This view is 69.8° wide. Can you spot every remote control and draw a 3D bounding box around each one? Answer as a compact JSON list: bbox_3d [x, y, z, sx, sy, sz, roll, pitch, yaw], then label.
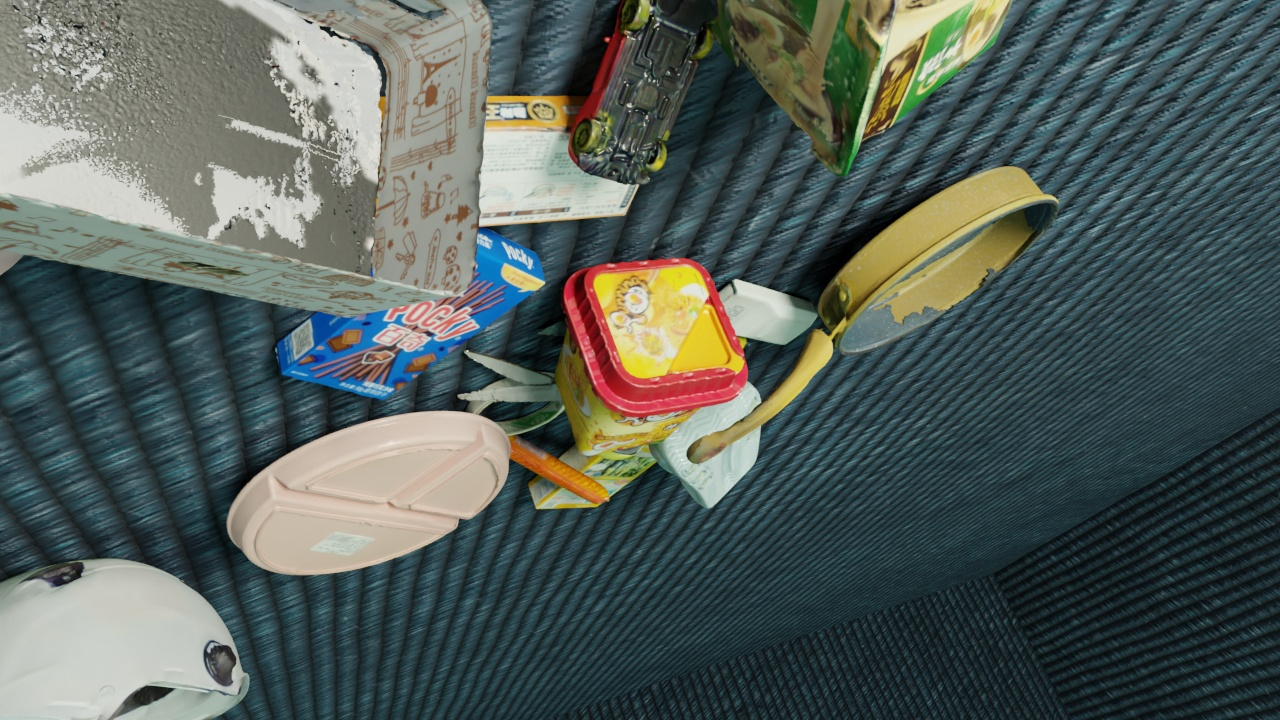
[{"bbox_3d":[0.097,-0.037,0.758,0.124,0.024,0.049,10,140,-46],"label":"remote control"}]

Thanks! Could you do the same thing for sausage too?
[{"bbox_3d":[-0.081,0.100,0.846,0.021,0.021,0.165,-32,135,21],"label":"sausage"}]

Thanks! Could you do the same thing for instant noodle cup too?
[{"bbox_3d":[-0.004,0.004,0.655,0.116,0.116,0.124,-8,153,-26],"label":"instant noodle cup"}]

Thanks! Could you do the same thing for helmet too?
[{"bbox_3d":[-0.451,0.242,0.739,0.229,0.145,0.258,-25,162,10],"label":"helmet"}]

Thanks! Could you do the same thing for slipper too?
[{"bbox_3d":[0.059,0.070,0.861,0.104,0.074,0.245,-44,156,-10],"label":"slipper"}]

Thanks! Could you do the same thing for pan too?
[{"bbox_3d":[0.172,-0.029,0.698,0.356,0.078,0.198,-24,160,-18],"label":"pan"}]

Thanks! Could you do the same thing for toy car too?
[{"bbox_3d":[0.001,-0.140,0.455,0.049,0.031,0.106,6,119,-38],"label":"toy car"}]

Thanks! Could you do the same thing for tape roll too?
[{"bbox_3d":[-0.101,0.037,0.760,0.085,0.014,0.086,-17,154,-9],"label":"tape roll"}]

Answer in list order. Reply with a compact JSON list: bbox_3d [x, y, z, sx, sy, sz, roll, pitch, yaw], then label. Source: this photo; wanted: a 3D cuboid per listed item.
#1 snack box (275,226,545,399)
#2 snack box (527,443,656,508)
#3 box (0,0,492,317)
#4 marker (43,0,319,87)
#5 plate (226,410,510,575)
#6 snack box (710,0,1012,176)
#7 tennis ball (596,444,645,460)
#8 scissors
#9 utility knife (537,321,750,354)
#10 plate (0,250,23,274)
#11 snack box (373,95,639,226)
[{"bbox_3d":[-0.146,-0.030,0.582,0.157,0.026,0.084,-33,152,22],"label":"snack box"},{"bbox_3d":[-0.038,0.104,0.919,0.086,0.033,0.141,7,144,-45],"label":"snack box"},{"bbox_3d":[-0.118,-0.143,0.312,0.179,0.136,0.270,13,108,-49],"label":"box"},{"bbox_3d":[-0.196,-0.133,0.355,0.145,0.017,0.017,5,143,-43],"label":"marker"},{"bbox_3d":[-0.211,0.115,0.745,0.229,0.028,0.230,-21,154,-11],"label":"plate"},{"bbox_3d":[0.108,-0.174,0.414,0.105,0.118,0.118,-27,156,-13],"label":"snack box"},{"bbox_3d":[-0.022,0.053,0.792,0.065,0.065,0.066,-17,154,-9],"label":"tennis ball"},{"bbox_3d":[-0.056,0.028,0.717,0.163,0.164,0.014,-39,-158,-30],"label":"scissors"},{"bbox_3d":[0.012,-0.015,0.744,0.222,0.015,0.033,4,142,-41],"label":"utility knife"},{"bbox_3d":[-0.333,-0.067,0.351,0.192,0.039,0.193,-17,154,-9],"label":"plate"},{"bbox_3d":[-0.068,-0.106,0.494,0.153,0.026,0.075,-9,151,-26],"label":"snack box"}]
